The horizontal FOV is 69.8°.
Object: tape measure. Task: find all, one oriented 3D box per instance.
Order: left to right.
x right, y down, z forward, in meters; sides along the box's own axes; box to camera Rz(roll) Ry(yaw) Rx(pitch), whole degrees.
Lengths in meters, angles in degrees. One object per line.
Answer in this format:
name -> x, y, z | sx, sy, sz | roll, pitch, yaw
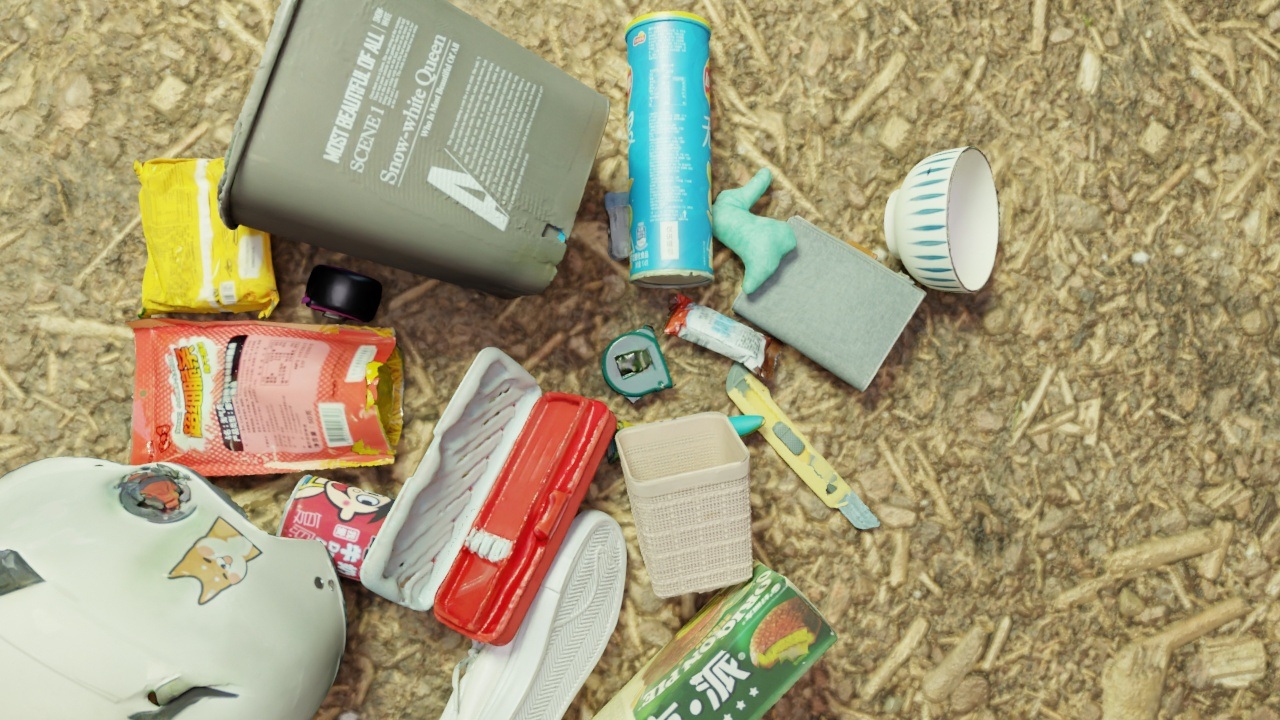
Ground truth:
tape measure -> -0.235, -0.050, 0.723 | 0.057, 0.058, 0.039 | 15, 86, -7
tape measure -> -0.004, 0.004, 0.755 | 0.054, 0.025, 0.058 | -20, 88, -7

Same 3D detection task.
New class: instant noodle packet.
instant noodle packet -> -0.339, -0.095, 0.723 | 0.110, 0.044, 0.128 | -3, 87, -4

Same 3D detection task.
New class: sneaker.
sneaker -> -0.094, 0.224, 0.713 | 0.091, 0.089, 0.241 | 9, 62, 39

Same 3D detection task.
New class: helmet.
helmet -> -0.343, 0.199, 0.605 | 0.274, 0.156, 0.230 | 31, 106, -16

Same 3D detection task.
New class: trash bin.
trash bin -> -0.159, -0.153, 0.658 | 0.219, 0.199, 0.199 | 20, 85, -20

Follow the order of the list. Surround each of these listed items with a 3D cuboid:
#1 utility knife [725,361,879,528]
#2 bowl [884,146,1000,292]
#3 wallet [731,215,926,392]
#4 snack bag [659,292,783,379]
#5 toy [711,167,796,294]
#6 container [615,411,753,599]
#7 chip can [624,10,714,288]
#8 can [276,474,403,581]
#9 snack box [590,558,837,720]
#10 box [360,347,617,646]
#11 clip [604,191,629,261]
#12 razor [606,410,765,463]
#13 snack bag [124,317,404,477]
utility knife -> 0.134, 0.075, 0.771 | 0.031, 0.019, 0.182 | -42, 95, 0
bowl -> 0.243, -0.113, 0.753 | 0.066, 0.116, 0.116 | 2, 85, 40
wallet -> 0.158, -0.051, 0.765 | 0.130, 0.037, 0.106 | 33, 83, 9
snack bag -> 0.068, -0.021, 0.761 | 0.105, 0.026, 0.045 | 24, 54, -2
toy -> 0.089, -0.113, 0.758 | 0.092, 0.030, 0.096 | 40, 86, 24
container -> 0.037, 0.113, 0.707 | 0.090, 0.090, 0.111 | -11, 112, -7
chip can -> 0.024, -0.167, 0.744 | 0.071, 0.071, 0.210 | 0, 86, -5
can -> -0.223, 0.132, 0.708 | 0.094, 0.066, 0.066 | 18, 85, -4
snack box -> 0.034, 0.260, 0.698 | 0.240, 0.114, 0.063 | -44, 90, -7
box -> -0.108, 0.098, 0.682 | 0.094, 0.100, 0.200 | 10, 66, 38
clip -> -0.018, -0.112, 0.764 | 0.026, 0.037, 0.058 | 0, 88, -10
razor -> 0.037, 0.058, 0.753 | 0.132, 0.028, 0.043 | -7, 61, -2
snack bag -> -0.294, 0.029, 0.713 | 0.208, 0.073, 0.128 | -2, 89, 0
